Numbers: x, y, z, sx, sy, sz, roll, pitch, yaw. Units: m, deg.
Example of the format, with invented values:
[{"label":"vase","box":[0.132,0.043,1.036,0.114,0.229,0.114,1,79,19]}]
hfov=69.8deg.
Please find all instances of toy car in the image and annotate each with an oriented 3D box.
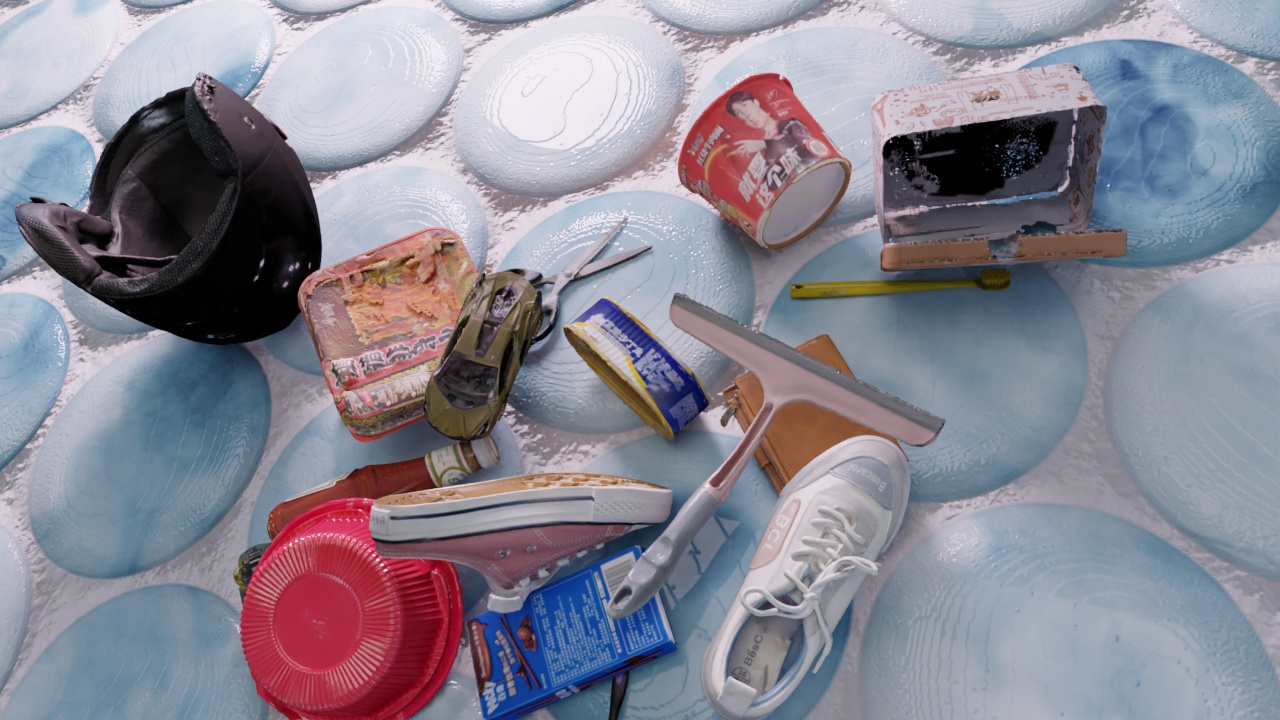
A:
[{"label":"toy car","box":[-0.322,0.205,0.798,0.043,0.036,0.091,-22,67,5]},{"label":"toy car","box":[-0.134,-0.005,0.791,0.070,0.042,0.157,17,68,2]}]

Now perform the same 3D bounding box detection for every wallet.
[{"label":"wallet","box":[0.136,0.056,0.762,0.119,0.035,0.130,-28,65,3]}]

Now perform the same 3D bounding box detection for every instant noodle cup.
[{"label":"instant noodle cup","box":[-0.242,0.206,0.729,0.194,0.066,0.193,-1,81,9]},{"label":"instant noodle cup","box":[-0.216,-0.022,0.857,0.164,0.079,0.188,-23,67,-11]},{"label":"instant noodle cup","box":[0.119,-0.178,0.848,0.138,0.138,0.108,-35,65,-6]}]

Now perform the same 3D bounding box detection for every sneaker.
[{"label":"sneaker","box":[-0.088,0.140,0.724,0.240,0.118,0.088,-3,93,-21]},{"label":"sneaker","box":[0.121,0.151,0.668,0.089,0.091,0.242,32,76,13]}]

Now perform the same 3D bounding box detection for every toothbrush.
[{"label":"toothbrush","box":[0.229,-0.069,0.820,0.190,0.017,0.015,-2,60,14]},{"label":"toothbrush","box":[-0.013,0.236,0.717,0.014,0.017,0.188,3,59,12]}]

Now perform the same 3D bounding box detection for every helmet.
[{"label":"helmet","box":[-0.444,-0.147,0.919,0.233,0.230,0.274,-32,50,3]}]

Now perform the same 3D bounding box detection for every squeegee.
[{"label":"squeegee","box":[0.055,0.095,0.698,0.248,0.040,0.249,29,73,30]}]

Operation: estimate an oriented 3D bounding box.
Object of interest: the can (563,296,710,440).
[{"label":"can","box":[-0.005,0.005,0.807,0.049,0.075,0.148,-40,59,-13]}]

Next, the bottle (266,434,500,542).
[{"label":"bottle","box":[-0.224,0.117,0.812,0.206,0.060,0.059,-23,58,0]}]

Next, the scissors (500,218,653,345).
[{"label":"scissors","box":[-0.077,-0.081,0.911,0.175,0.014,0.159,4,62,15]}]

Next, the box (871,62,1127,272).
[{"label":"box","box":[0.286,-0.125,0.757,0.183,0.154,0.180,-6,40,11]}]

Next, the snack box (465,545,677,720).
[{"label":"snack box","box":[-0.056,0.215,0.721,0.157,0.026,0.084,-25,52,4]}]
